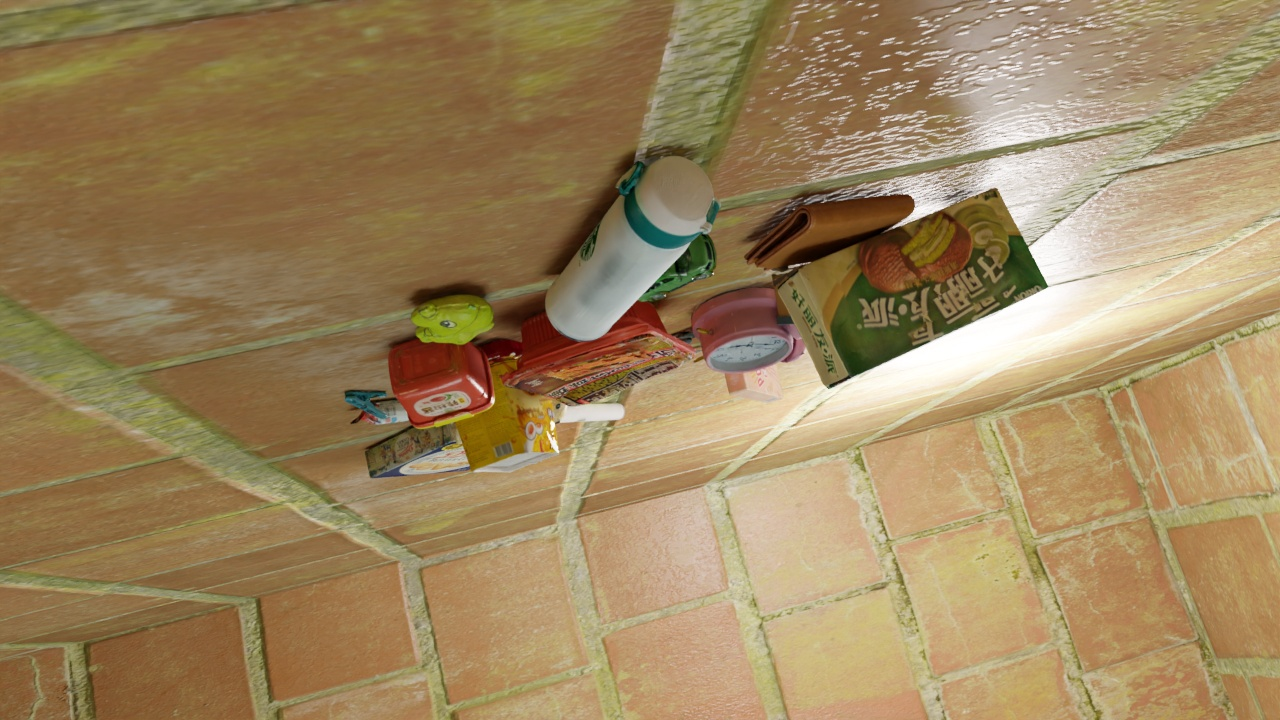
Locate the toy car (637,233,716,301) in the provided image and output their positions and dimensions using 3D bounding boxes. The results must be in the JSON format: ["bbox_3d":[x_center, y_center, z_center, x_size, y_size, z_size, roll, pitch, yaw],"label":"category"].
[{"bbox_3d":[0.025,-0.084,0.821,0.091,0.043,0.036,-23,164,27],"label":"toy car"}]

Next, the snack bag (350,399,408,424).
[{"bbox_3d":[-0.288,0.060,1.090,0.104,0.026,0.048,-6,175,-32],"label":"snack bag"}]

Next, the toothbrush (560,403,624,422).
[{"bbox_3d":[-0.106,0.078,1.346,0.220,0.026,0.027,1,147,-49],"label":"toothbrush"}]

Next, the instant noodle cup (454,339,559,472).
[{"bbox_3d":[-0.150,0.054,1.010,0.116,0.123,0.116,-22,165,23],"label":"instant noodle cup"}]

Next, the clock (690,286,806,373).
[{"bbox_3d":[0.138,-0.034,1.050,0.158,0.059,0.117,-9,155,-2],"label":"clock"}]

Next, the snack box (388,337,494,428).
[{"bbox_3d":[-0.201,0.015,0.913,0.091,0.082,0.080,-17,153,2],"label":"snack box"}]

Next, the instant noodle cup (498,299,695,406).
[{"bbox_3d":[-0.045,-0.015,0.942,0.165,0.079,0.188,-20,166,16],"label":"instant noodle cup"}]

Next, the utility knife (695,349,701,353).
[{"bbox_3d":[-0.007,0.007,1.197,0.190,0.015,0.033,-11,168,-16],"label":"utility knife"}]

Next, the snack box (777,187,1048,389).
[{"bbox_3d":[0.263,-0.071,0.887,0.239,0.114,0.063,-22,173,-17],"label":"snack box"}]

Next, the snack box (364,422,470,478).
[{"bbox_3d":[-0.263,0.119,1.306,0.183,0.045,0.177,-24,164,34],"label":"snack box"}]

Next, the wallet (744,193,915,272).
[{"bbox_3d":[0.176,-0.120,0.861,0.131,0.031,0.108,-12,166,-30],"label":"wallet"}]

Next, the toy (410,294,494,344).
[{"bbox_3d":[-0.167,-0.037,0.829,0.096,0.031,0.100,-2,166,-40],"label":"toy"}]

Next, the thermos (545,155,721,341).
[{"bbox_3d":[-0.014,-0.086,0.734,0.073,0.073,0.225,-8,164,-26],"label":"thermos"}]

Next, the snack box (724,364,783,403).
[{"bbox_3d":[0.148,0.009,1.226,0.026,0.084,0.157,-17,166,23],"label":"snack box"}]

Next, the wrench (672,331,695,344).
[{"bbox_3d":[0.110,-0.047,1.107,0.274,0.016,0.056,-23,164,30],"label":"wrench"}]

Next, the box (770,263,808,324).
[{"bbox_3d":[0.222,-0.080,0.964,0.184,0.063,0.090,-13,-176,-12],"label":"box"}]

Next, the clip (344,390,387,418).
[{"bbox_3d":[-0.306,0.046,1.024,0.013,0.034,0.055,-25,147,31],"label":"clip"}]

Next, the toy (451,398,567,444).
[{"bbox_3d":[-0.163,0.065,1.157,0.157,0.066,0.105,-19,172,-12],"label":"toy"}]
